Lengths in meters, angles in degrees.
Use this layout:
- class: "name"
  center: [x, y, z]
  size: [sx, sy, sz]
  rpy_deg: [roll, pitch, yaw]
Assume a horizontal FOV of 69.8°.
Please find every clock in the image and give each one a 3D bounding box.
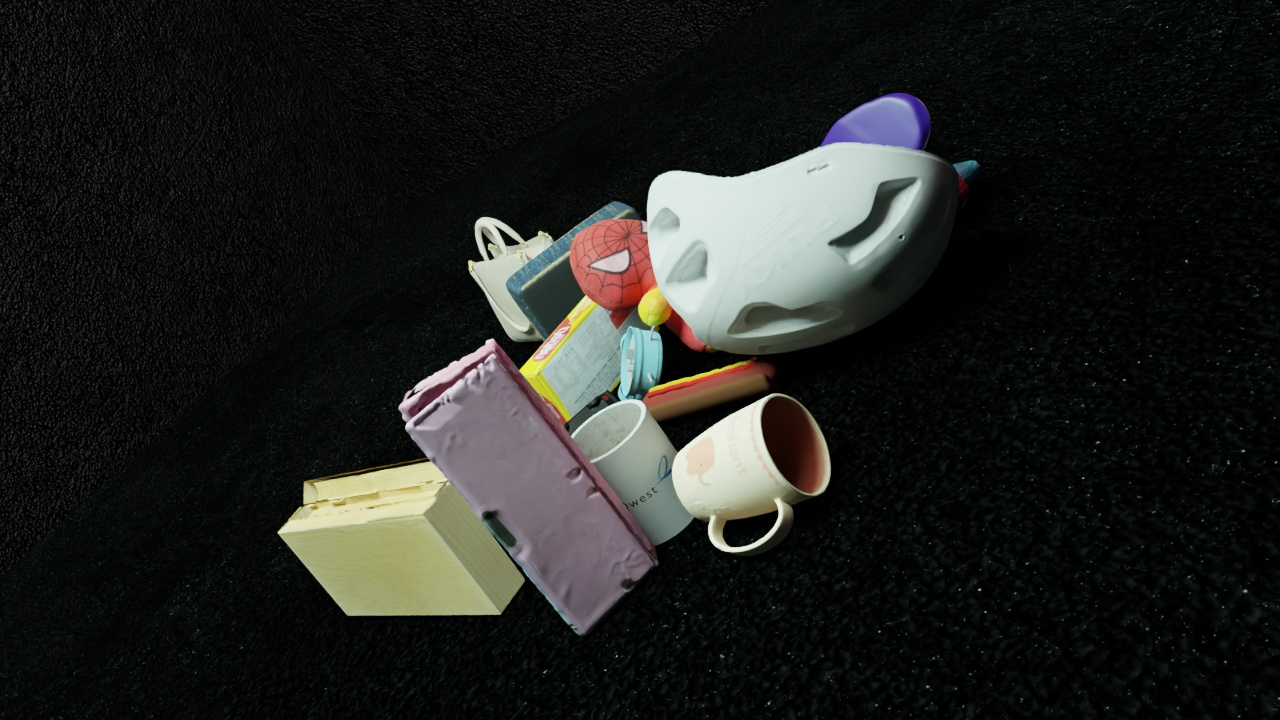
- class: "clock"
  center: [-0.006, 0.006, 0.988]
  size: [0.042, 0.087, 0.123]
  rpy_deg: [4, -13, -10]

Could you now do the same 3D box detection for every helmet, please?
- class: "helmet"
  center: [0.152, -0.108, 0.842]
  size: [0.282, 0.183, 0.224]
  rpy_deg: [-20, -11, 6]

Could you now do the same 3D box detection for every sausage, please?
- class: "sausage"
  center: [0.066, 0.030, 0.899]
  size: [0.156, 0.040, 0.040]
  rpy_deg: [-19, 27, 33]

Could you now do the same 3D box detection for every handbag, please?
- class: "handbag"
  center: [-0.171, -0.126, 1.337]
  size: [0.101, 0.198, 0.195]
  rpy_deg: [-46, 24, -27]

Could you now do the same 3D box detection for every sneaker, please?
- class: "sneaker"
  center: [0.228, -0.194, 0.960]
  size: [0.110, 0.092, 0.245]
  rpy_deg: [-27, -5, -36]

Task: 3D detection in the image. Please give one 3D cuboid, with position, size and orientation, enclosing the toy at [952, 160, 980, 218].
- class: "toy"
  center: [0.303, -0.168, 0.951]
  size: [0.132, 0.062, 0.092]
  rpy_deg: [-32, 11, -38]

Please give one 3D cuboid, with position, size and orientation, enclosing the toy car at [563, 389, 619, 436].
- class: "toy car"
  center: [-0.056, 0.074, 0.980]
  size: [0.091, 0.042, 0.036]
  rpy_deg: [-41, -2, -14]

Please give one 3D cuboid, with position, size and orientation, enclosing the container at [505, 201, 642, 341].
- class: "container"
  center: [-0.056, -0.093, 1.180]
  size: [0.187, 0.145, 0.071]
  rpy_deg: [-37, 26, -7]

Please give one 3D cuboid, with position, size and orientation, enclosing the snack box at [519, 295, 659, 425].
- class: "snack box"
  center: [-0.058, -0.010, 1.083]
  size: [0.042, 0.092, 0.200]
  rpy_deg: [-10, 32, 43]

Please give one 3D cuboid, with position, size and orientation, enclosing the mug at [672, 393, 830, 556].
- class: "mug"
  center: [0.081, 0.095, 0.707]
  size: [0.105, 0.085, 0.111]
  rpy_deg: [-28, 50, 39]

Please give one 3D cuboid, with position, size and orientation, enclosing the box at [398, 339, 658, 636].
- class: "box"
  center: [-0.081, 0.104, 0.696]
  size: [0.099, 0.232, 0.080]
  rpy_deg: [-28, 24, 13]

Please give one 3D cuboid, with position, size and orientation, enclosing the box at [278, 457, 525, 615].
- class: "box"
  center: [-0.227, 0.154, 0.902]
  size: [0.249, 0.142, 0.178]
  rpy_deg: [-14, 47, 38]

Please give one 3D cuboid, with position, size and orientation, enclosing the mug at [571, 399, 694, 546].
- class: "mug"
  center: [-0.021, 0.108, 0.784]
  size: [0.119, 0.096, 0.083]
  rpy_deg: [-36, 22, -4]

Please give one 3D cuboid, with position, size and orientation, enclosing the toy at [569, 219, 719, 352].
- class: "toy"
  center: [0.019, -0.086, 1.013]
  size: [0.216, 0.099, 0.147]
  rpy_deg: [25, 37, 15]
